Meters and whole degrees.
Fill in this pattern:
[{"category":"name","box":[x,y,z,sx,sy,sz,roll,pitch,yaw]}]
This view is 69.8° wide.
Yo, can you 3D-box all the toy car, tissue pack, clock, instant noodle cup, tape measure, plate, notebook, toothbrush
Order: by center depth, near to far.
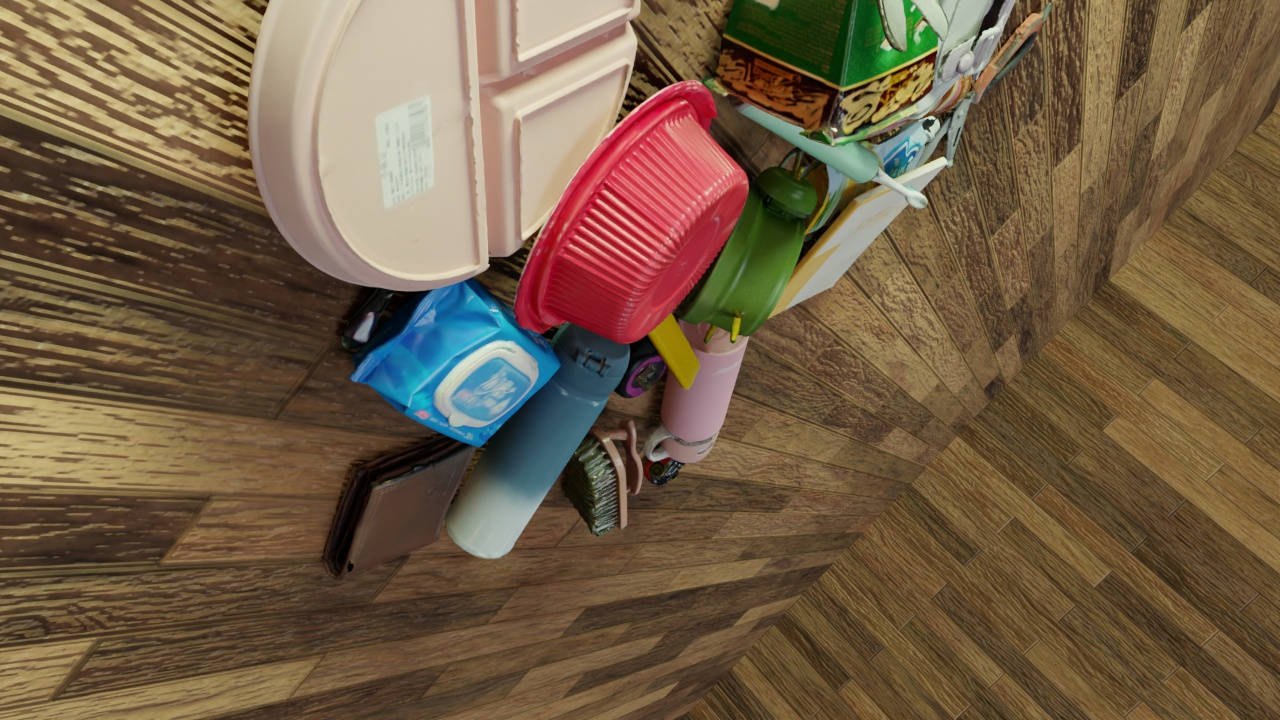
[{"category":"plate","box":[-0.077,-0.129,0.441,0.229,0.028,0.230,-41,154,-25]},{"category":"instant noodle cup","box":[0.006,-0.079,0.591,0.193,0.066,0.194,-48,169,-12]},{"category":"tissue pack","box":[-0.114,0.003,0.600,0.095,0.052,0.157,-44,156,-1]},{"category":"toothbrush","box":[0.151,-0.157,0.690,0.224,0.027,0.027,18,128,-38]},{"category":"clock","box":[0.083,-0.090,0.700,0.116,0.056,0.161,-168,-78,-81]},{"category":"tape measure","box":[-0.005,0.005,0.788,0.057,0.039,0.058,-44,156,-1]},{"category":"notebook","box":[0.198,-0.111,0.901,0.145,0.010,0.207,-27,164,-36]},{"category":"toy car","box":[0.046,0.095,1.022,0.106,0.031,0.049,-47,156,8]}]

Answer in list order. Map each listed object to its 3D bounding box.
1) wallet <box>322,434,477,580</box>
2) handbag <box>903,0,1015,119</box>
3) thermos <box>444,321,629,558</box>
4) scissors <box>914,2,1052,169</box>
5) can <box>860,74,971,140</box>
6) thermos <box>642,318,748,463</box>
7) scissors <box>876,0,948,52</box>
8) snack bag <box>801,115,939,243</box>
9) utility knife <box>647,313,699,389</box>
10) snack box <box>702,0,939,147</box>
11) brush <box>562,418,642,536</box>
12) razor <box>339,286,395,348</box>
[{"category":"wallet","box":[-0.181,0.112,0.699,0.101,0.032,0.125,-19,147,-47]},{"category":"handbag","box":[0.215,-0.281,0.613,0.144,0.098,0.197,-40,154,-31]},{"category":"thermos","box":[-0.082,0.062,0.732,0.070,0.070,0.221,-5,135,-55]},{"category":"scissors","box":[0.319,-0.260,0.901,0.188,0.015,0.223,-3,132,-56]},{"category":"can","box":[0.205,-0.217,0.739,0.147,0.058,0.058,-25,150,-36]},{"category":"thermos","box":[0.047,0.031,0.885,0.087,0.067,0.199,-24,151,-23]},{"category":"scissors","box":[0.105,-0.245,0.476,0.178,0.173,0.019,3,170,-33]},{"category":"snack bag","box":[0.207,-0.168,0.849,0.190,0.039,0.110,-25,143,-38]},{"category":"utility knife","box":[0.014,-0.026,0.749,0.033,0.015,0.154,-48,137,-15]},{"category":"snack box","box":[0.117,-0.214,0.563,0.117,0.118,0.106,-30,140,-31]},{"category":"brush","box":[-0.033,0.107,0.884,0.073,0.063,0.146,-30,151,-20]},{"category":"razor","box":[-0.134,-0.059,0.509,0.042,0.022,0.143,-3,134,-54]}]
